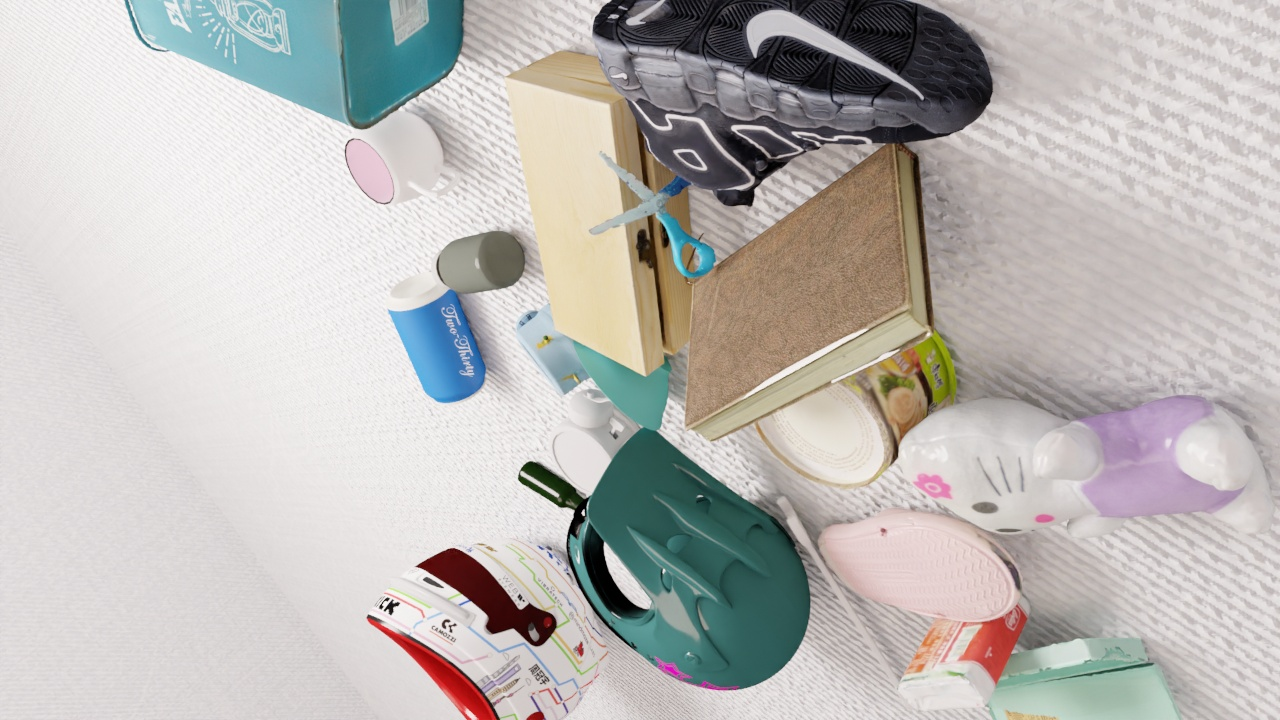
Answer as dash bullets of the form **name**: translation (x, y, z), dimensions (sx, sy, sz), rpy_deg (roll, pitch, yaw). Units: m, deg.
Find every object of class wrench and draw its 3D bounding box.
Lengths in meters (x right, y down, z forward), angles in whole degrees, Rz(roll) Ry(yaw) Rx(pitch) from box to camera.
- **wrench**: translation (0.207, 0.245, 0.910), dimensions (0.273, 0.009, 0.047), rpy_deg (57, -173, -15)

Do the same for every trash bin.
- **trash bin**: translation (-0.279, -0.323, 0.763), dimensions (0.219, 0.198, 0.197), rpy_deg (30, 142, 12)

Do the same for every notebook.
- **notebook**: translation (0.108, -0.059, 0.652), dimensions (0.034, 0.189, 0.216), rpy_deg (24, 143, -28)

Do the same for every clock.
- **clock**: translation (-0.038, 0.088, 1.001), dimensions (0.120, 0.060, 0.160), rpy_deg (47, 140, 1)
- **clock**: translation (-0.089, -0.012, 0.946), dimensions (0.089, 0.051, 0.124), rpy_deg (53, 172, -17)

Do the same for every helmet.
- **helmet**: translation (0.048, 0.201, 0.902), dimensions (0.275, 0.176, 0.201), rpy_deg (42, 147, -7)
- **helmet**: translation (-0.187, 0.356, 1.245), dimensions (0.232, 0.235, 0.314), rpy_deg (-7, 126, 53)

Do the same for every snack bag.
- **snack bag**: translation (0.272, 0.240, 0.769), dimensions (0.036, 0.115, 0.077), rpy_deg (51, 141, -3)

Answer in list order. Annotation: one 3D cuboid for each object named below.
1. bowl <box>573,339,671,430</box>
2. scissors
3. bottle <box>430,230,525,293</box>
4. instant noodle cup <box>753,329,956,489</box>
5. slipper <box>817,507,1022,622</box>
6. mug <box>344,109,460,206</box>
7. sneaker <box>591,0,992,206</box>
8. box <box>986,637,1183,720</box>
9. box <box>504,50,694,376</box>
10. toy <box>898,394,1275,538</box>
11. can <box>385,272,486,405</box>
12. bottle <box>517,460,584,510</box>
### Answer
- **bowl**: translation (-0.005, 0.005, 0.874), dimensions (0.046, 0.121, 0.121), rpy_deg (-42, 90, 14)
- **scissors**: translation (0.019, -0.123, 0.691), dimensions (0.127, 0.127, 0.014), rpy_deg (34, 169, -25)
- **bottle**: translation (-0.172, -0.101, 0.957), dimensions (0.109, 0.060, 0.060), rpy_deg (-2, 121, 47)
- **instant noodle cup**: translation (0.155, 0.024, 0.703), dimensions (0.146, 0.097, 0.146), rpy_deg (28, 140, 26)
- **slipper**: translation (0.232, 0.170, 0.795), dimensions (0.107, 0.055, 0.222), rpy_deg (54, 154, -6)
- **mug**: translation (-0.229, -0.197, 0.912), dimensions (0.124, 0.076, 0.090), rpy_deg (31, 141, 22)
- **sneaker**: translation (0.093, -0.155, 0.605), dimensions (0.253, 0.097, 0.151), rpy_deg (17, 150, 21)
- **box**: translation (0.340, 0.288, 0.770), dimensions (0.188, 0.078, 0.112), rpy_deg (-41, 68, 55)
- **box**: translation (-0.031, -0.121, 0.774), dimensions (0.128, 0.091, 0.249), rpy_deg (19, 134, 29)
- **toy**: translation (0.286, 0.067, 0.606), dimensions (0.210, 0.085, 0.137), rpy_deg (-6, 152, 41)
- **can**: translation (-0.238, -0.025, 1.078), dimensions (0.079, 0.078, 0.146), rpy_deg (13, 131, 39)
- **bottle**: translation (-0.099, 0.168, 1.155), dimensions (0.123, 0.032, 0.033), rpy_deg (27, 139, 25)
